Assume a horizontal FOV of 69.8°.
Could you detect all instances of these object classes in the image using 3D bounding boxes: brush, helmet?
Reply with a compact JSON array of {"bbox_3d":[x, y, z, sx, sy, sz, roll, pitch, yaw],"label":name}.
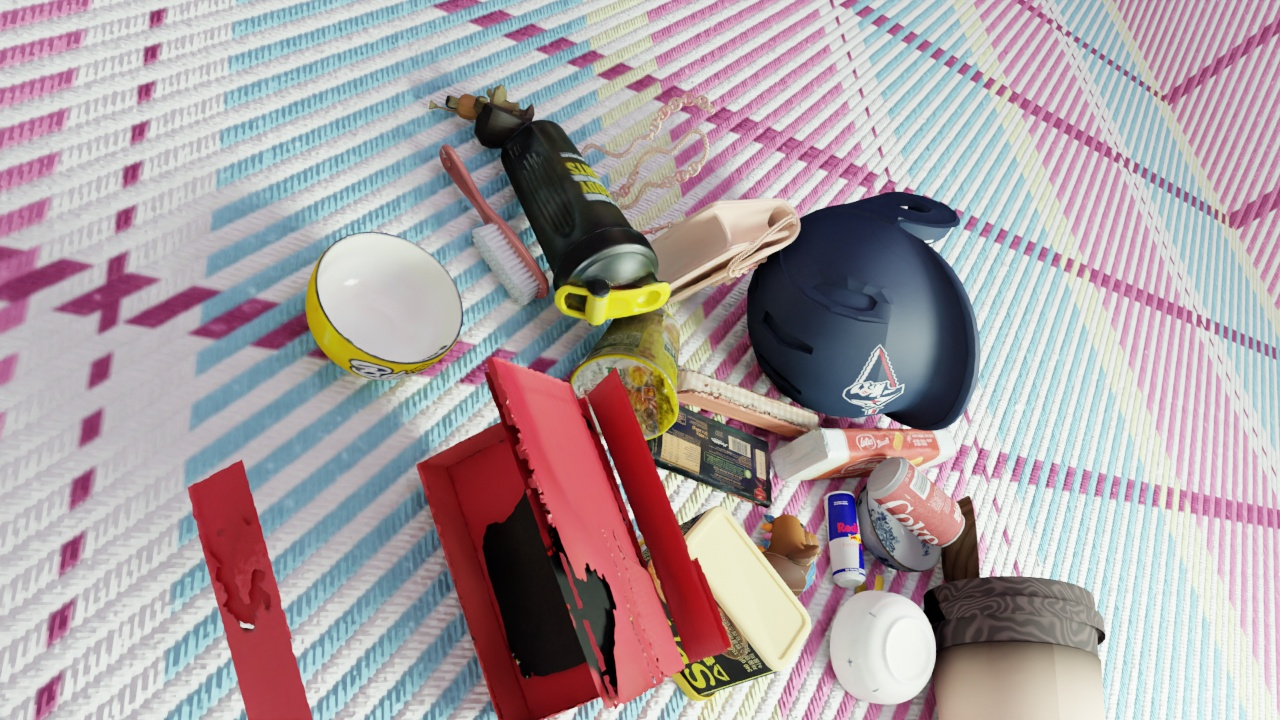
[{"bbox_3d":[-0.144,-0.124,0.847,0.030,0.041,0.172,-33,85,-29],"label":"brush"},{"bbox_3d":[0.231,-0.038,0.955,0.222,0.233,0.272,-27,53,-28],"label":"helmet"}]

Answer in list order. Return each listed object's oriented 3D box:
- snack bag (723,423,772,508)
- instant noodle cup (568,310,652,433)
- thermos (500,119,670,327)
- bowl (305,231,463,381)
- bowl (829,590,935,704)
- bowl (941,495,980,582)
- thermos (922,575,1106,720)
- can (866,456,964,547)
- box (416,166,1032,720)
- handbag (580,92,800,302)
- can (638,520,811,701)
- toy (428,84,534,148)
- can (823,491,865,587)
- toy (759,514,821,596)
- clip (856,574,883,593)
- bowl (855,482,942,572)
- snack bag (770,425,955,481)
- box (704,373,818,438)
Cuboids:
[{"bbox_3d":[0.068,0.088,0.895,0.155,0.018,0.074,24,48,-26],"label":"snack bag"},{"bbox_3d":[-0.005,0.005,0.843,0.102,0.102,0.108,37,37,-15],"label":"instant noodle cup"},{"bbox_3d":[-0.061,-0.128,0.853,0.098,0.098,0.220,0,49,-40],"label":"thermos"},{"bbox_3d":[-0.205,-0.034,0.713,0.117,0.068,0.117,21,51,-28],"label":"bowl"},{"bbox_3d":[0.236,0.272,0.867,0.104,0.054,0.104,5,80,-28],"label":"bowl"},{"bbox_3d":[0.350,0.209,1.012,0.119,0.032,0.119,-2,89,-76],"label":"bowl"},{"bbox_3d":[0.361,0.340,0.876,0.172,0.173,0.225,23,57,-27],"label":"thermos"},{"bbox_3d":[0.283,0.146,0.942,0.096,0.054,0.053,40,45,-12],"label":"can"},{"bbox_3d":[0.023,0.083,0.585,0.107,0.411,0.211,-2,65,-50],"label":"box"},{"bbox_3d":[0.060,-0.167,0.921,0.116,0.199,0.187,-19,86,-41],"label":"handbag"},{"bbox_3d":[0.056,0.198,0.750,0.135,0.105,0.075,52,44,0],"label":"can"},{"bbox_3d":[-0.156,-0.244,0.902,0.100,0.062,0.076,13,9,-11],"label":"toy"},{"bbox_3d":[0.209,0.182,0.940,0.032,0.032,0.095,21,51,-28],"label":"can"},{"bbox_3d":[0.120,0.178,0.871,0.103,0.071,0.090,18,36,-2],"label":"toy"},{"bbox_3d":[0.241,0.248,0.927,0.048,0.045,0.054,20,46,3],"label":"clip"},{"bbox_3d":[0.267,0.177,0.982,0.114,0.045,0.114,20,52,-28],"label":"bowl"},{"bbox_3d":[0.245,0.100,0.991,0.224,0.078,0.041,2,63,-39],"label":"snack bag"},{"bbox_3d":[0.101,0.040,0.929,0.187,0.054,0.078,19,19,-31],"label":"box"}]
